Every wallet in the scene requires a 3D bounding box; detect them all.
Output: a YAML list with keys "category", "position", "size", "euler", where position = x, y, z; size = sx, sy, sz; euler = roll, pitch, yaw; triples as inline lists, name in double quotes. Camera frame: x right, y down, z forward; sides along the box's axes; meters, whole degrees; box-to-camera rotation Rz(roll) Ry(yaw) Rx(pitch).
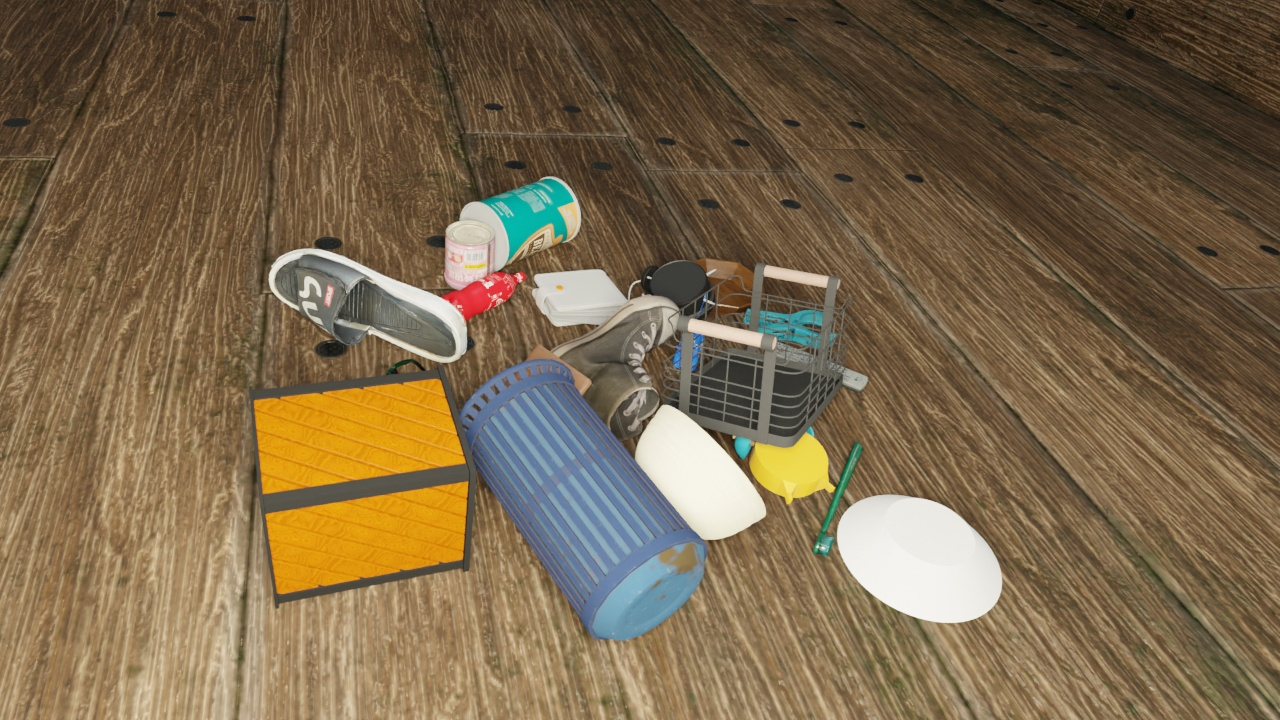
- category: "wallet"
  position: [-0.076, -0.077, 1.231]
  size: [0.118, 0.038, 0.115]
  euler: [-8, 40, -28]
- category: "wallet"
  position: [-0.119, 0.049, 1.006]
  size: [0.087, 0.013, 0.121]
  euler: [34, 86, 29]

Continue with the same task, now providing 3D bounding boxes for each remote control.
- category: "remote control"
  position: [0.232, 0.007, 1.207]
  size: [0.136, 0.013, 0.033]
  euler: [24, 39, 18]

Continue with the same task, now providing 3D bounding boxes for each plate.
- category: "plate"
  position: [0.114, -0.103, 1.317]
  size: [0.131, 0.025, 0.131]
  euler: [6, 36, -5]
- category: "plate"
  position: [0.296, 0.190, 0.959]
  size: [0.174, 0.036, 0.173]
  euler: [6, 36, -5]

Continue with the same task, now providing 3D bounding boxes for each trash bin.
- category: "trash bin"
  position: [-0.056, 0.130, 0.858]
  size: [0.139, 0.140, 0.249]
  euler: [-19, 52, -33]
- category: "trash bin"
  position: [-0.254, 0.111, 0.840]
  size: [0.171, 0.140, 0.139]
  euler: [-7, 44, -22]

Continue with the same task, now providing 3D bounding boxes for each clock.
- category: "clock"
  position: [0.161, 0.104, 1.041]
  size: [0.099, 0.044, 0.129]
  euler: [-10, 48, -24]
- category: "clock"
  position: [0.042, -0.092, 1.250]
  size: [0.121, 0.043, 0.091]
  euler: [-3, 52, 13]

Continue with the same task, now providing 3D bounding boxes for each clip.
- category: "clip"
  position: [0.208, -0.057, 1.280]
  size: [0.130, 0.030, 0.120]
  euler: [14, 41, 3]

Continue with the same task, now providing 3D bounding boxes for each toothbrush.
- category: "toothbrush"
  position: [0.222, 0.150, 1.012]
  size: [0.017, 0.016, 0.189]
  euler: [19, 37, 16]

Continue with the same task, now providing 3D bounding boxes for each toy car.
- category: "toy car"
  position: [0.069, -0.036, 1.187]
  size: [0.033, 0.062, 0.091]
  euler: [15, 37, 6]

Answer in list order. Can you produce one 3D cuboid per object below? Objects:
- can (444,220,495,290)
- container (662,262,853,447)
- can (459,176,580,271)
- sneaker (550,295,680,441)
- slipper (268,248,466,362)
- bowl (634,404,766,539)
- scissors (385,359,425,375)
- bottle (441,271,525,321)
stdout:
- category: "can"
  position: [-0.231, -0.141, 1.244]
  size: [0.067, 0.076, 0.067]
  euler: [6, 36, -5]
- category: "container"
  position: [0.140, -0.015, 1.070]
  size: [0.163, 0.130, 0.240]
  euler: [14, 26, 25]
- category: "can"
  position: [-0.171, -0.197, 1.314]
  size: [0.099, 0.099, 0.143]
  euler: [33, 42, 28]
- category: "sneaker"
  position: [-0.007, 0.006, 1.090]
  size: [0.120, 0.095, 0.234]
  euler: [33, 40, 25]
- category: "slipper"
  position: [-0.334, -0.057, 1.090]
  size: [0.264, 0.111, 0.062]
  euler: [19, 44, 6]
- category: "bowl"
  position: [0.046, 0.125, 0.918]
  size: [0.075, 0.151, 0.151]
  euler: [-42, 55, -12]
- category: "scissors"
  position: [-0.283, 0.060, 1.016]
  size: [0.201, 0.015, 0.205]
  euler: [1, 37, -14]
- category: "bottle"
  position: [-0.205, -0.087, 1.208]
  size: [0.042, 0.042, 0.141]
  euler: [30, 41, 25]
